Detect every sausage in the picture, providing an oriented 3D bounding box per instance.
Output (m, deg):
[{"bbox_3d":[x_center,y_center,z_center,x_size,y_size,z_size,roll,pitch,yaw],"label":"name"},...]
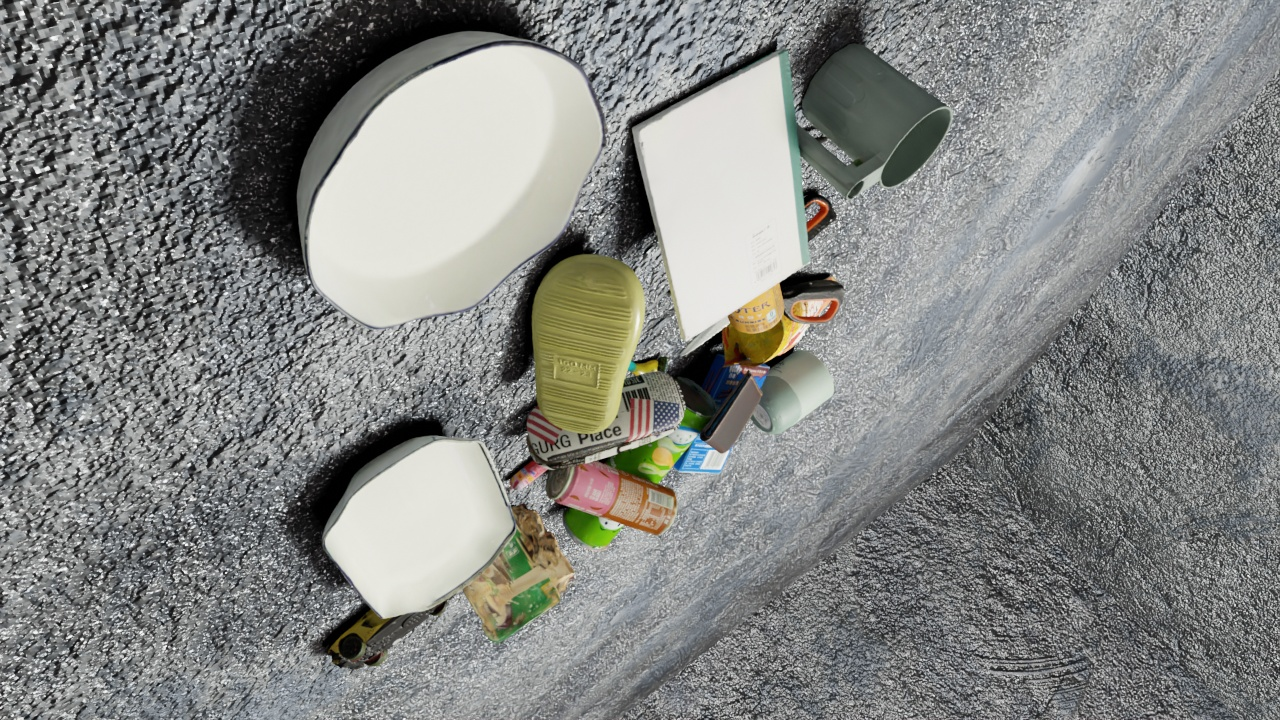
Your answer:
[{"bbox_3d":[-0.082,0.093,0.992,0.155,0.020,0.020,-36,156,-13],"label":"sausage"}]

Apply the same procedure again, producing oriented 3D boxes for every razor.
[{"bbox_3d":[-0.006,0.006,0.948,0.132,0.028,0.043,24,78,-66],"label":"razor"}]

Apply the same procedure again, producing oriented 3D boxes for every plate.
[{"bbox_3d":[-0.204,0.153,0.857,0.161,0.034,0.266,-33,149,-17],"label":"plate"},{"bbox_3d":[-0.116,-0.109,0.558,0.204,0.045,0.205,-35,156,-18],"label":"plate"}]

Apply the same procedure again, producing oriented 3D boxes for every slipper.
[{"bbox_3d":[-0.046,-0.021,0.795,0.081,0.091,0.191,-76,178,-50],"label":"slipper"}]

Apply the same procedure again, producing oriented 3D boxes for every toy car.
[{"bbox_3d":[-0.267,0.282,1.001,0.155,0.041,0.071,-37,156,-9],"label":"toy car"}]

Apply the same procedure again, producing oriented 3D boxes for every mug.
[{"bbox_3d":[0.189,-0.204,0.795,0.123,0.103,0.084,-33,156,-17],"label":"mug"},{"bbox_3d":[0.197,0.047,1.287,0.106,0.082,0.112,-34,-173,-19],"label":"mug"}]

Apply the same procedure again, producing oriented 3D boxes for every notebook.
[{"bbox_3d":[0.076,-0.131,0.762,0.150,0.012,0.209,-32,133,-19],"label":"notebook"}]

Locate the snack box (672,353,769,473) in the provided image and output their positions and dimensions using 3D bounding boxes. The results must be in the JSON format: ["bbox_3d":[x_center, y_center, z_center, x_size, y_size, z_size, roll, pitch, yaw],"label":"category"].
[{"bbox_3d":[0.099,0.069,1.155,0.084,0.026,0.157,9,110,-47],"label":"snack box"}]

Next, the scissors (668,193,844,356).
[{"bbox_3d":[0.132,-0.086,0.965,0.220,0.022,0.224,16,102,-34],"label":"scissors"}]

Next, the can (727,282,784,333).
[{"bbox_3d":[0.098,-0.090,0.869,0.058,0.058,0.146,-38,142,-10],"label":"can"}]

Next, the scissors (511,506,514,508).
[{"bbox_3d":[-0.175,0.159,0.970,0.159,0.014,0.172,-22,151,-40],"label":"scissors"}]

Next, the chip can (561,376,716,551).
[{"bbox_3d":[-0.004,0.126,1.108,0.236,0.072,0.072,-53,155,22],"label":"chip can"}]

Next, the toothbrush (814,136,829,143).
[{"bbox_3d":[0.116,-0.184,0.816,0.212,0.027,0.026,-26,-164,-35],"label":"toothbrush"}]

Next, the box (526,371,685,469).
[{"bbox_3d":[-0.032,0.057,0.910,0.163,0.074,0.079,-13,142,-16],"label":"box"}]

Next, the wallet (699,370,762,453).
[{"bbox_3d":[0.111,0.064,1.092,0.096,0.020,0.122,-57,163,-3],"label":"wallet"}]

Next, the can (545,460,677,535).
[{"bbox_3d":[-0.031,0.151,1.036,0.147,0.057,0.058,24,117,-27],"label":"can"}]

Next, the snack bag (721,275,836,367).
[{"bbox_3d":[0.172,-0.044,1.114,0.129,0.073,0.207,-54,161,25],"label":"snack bag"}]

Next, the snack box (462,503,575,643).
[{"bbox_3d":[-0.148,0.236,1.023,0.117,0.118,0.106,-31,171,-17],"label":"snack box"}]
